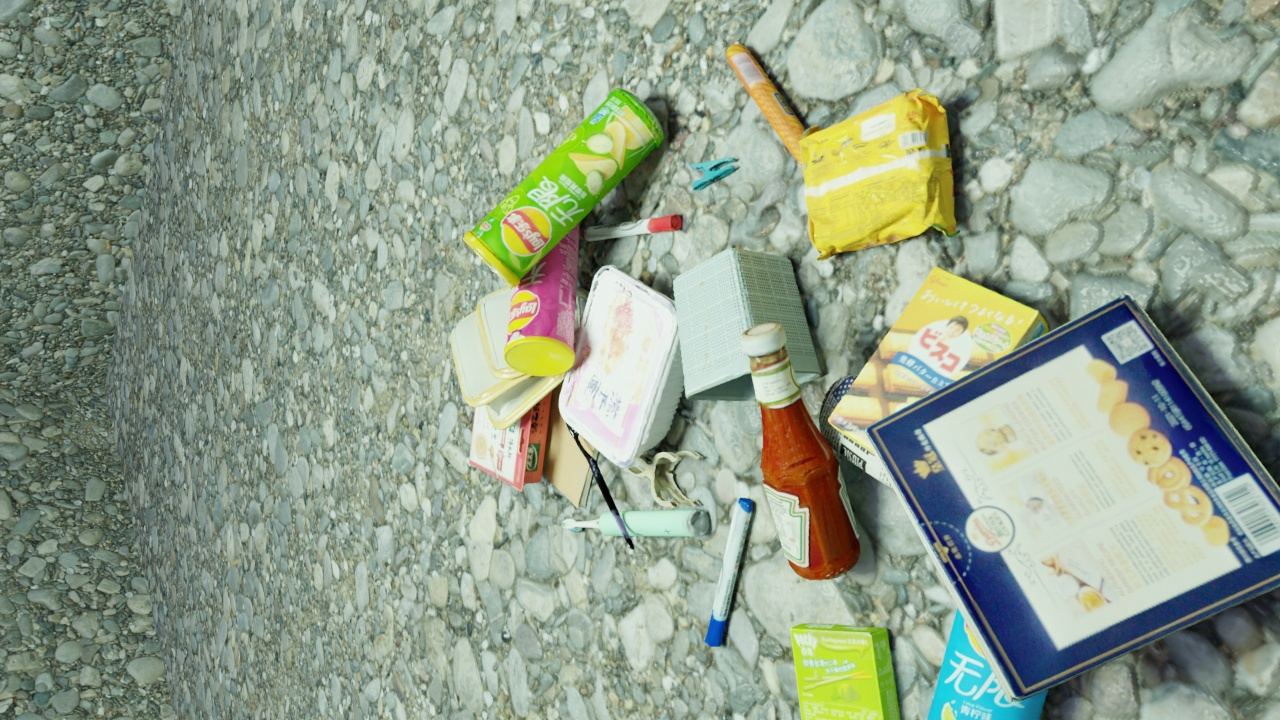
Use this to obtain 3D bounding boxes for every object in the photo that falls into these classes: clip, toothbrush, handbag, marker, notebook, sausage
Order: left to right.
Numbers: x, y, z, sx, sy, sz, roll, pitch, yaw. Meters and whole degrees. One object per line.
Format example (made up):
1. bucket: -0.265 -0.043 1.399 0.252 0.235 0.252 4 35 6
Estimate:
1. handbag: -0.127 -0.031 1.023 0.179 0.063 0.163 -37 41 11
2. notebook: -0.110 0.056 1.072 0.211 0.012 0.150 32 113 45
3. toothbrush: -0.042 0.121 0.963 0.017 0.014 0.189 -47 48 20
4. toothbrush: -0.015 0.169 0.949 0.225 0.027 0.026 -12 45 49
5. marker: -0.012 -0.136 0.951 0.145 0.017 0.017 2 92 49
6. clip: 0.022 0.122 0.901 0.103 0.035 0.094 -30 67 50
7. clip: 0.068 -0.177 0.860 0.057 0.015 0.049 -11 79 50
8. marker: 0.081 0.195 0.845 0.017 0.016 0.146 25 109 47
9. sausage: 0.115 -0.223 0.798 0.022 0.021 0.165 -50 55 37

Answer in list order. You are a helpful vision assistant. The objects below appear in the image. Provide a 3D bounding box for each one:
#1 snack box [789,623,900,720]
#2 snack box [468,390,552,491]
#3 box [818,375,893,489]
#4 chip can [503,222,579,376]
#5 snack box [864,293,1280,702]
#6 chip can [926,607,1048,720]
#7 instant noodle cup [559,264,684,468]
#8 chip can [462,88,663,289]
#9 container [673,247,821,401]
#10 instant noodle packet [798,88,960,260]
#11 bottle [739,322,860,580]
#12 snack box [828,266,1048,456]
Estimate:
1. snack box: 0.168 0.293 0.736 0.086 0.026 0.156 -16 79 48
2. snack box: -0.147 0.081 1.071 0.127 0.044 0.113 16 101 50
3. box: 0.205 0.065 0.686 0.164 0.059 0.072 37 96 43
4. chip can: -0.100 -0.091 0.965 0.072 0.071 0.210 -34 45 44
5. snack box: 0.258 0.080 0.548 0.183 0.046 0.177 -29 65 10
6. chip can: 0.238 0.221 0.621 0.071 0.071 0.210 23 108 47
7. instant noodle cup: -0.005 0.005 0.910 0.138 0.060 0.174 35 116 44
8. chip can: -0.073 -0.171 0.904 0.221 0.072 0.072 -45 49 -2
9. container: 0.087 -0.030 0.784 0.090 0.090 0.111 -24 69 47
10. instant noodle packet: 0.182 -0.139 0.704 0.129 0.044 0.111 -6 92 53
11. bottle: 0.120 0.071 0.713 0.060 0.059 0.206 1 114 49
12. snack box: 0.207 0.011 0.646 0.140 0.033 0.087 -54 46 1
